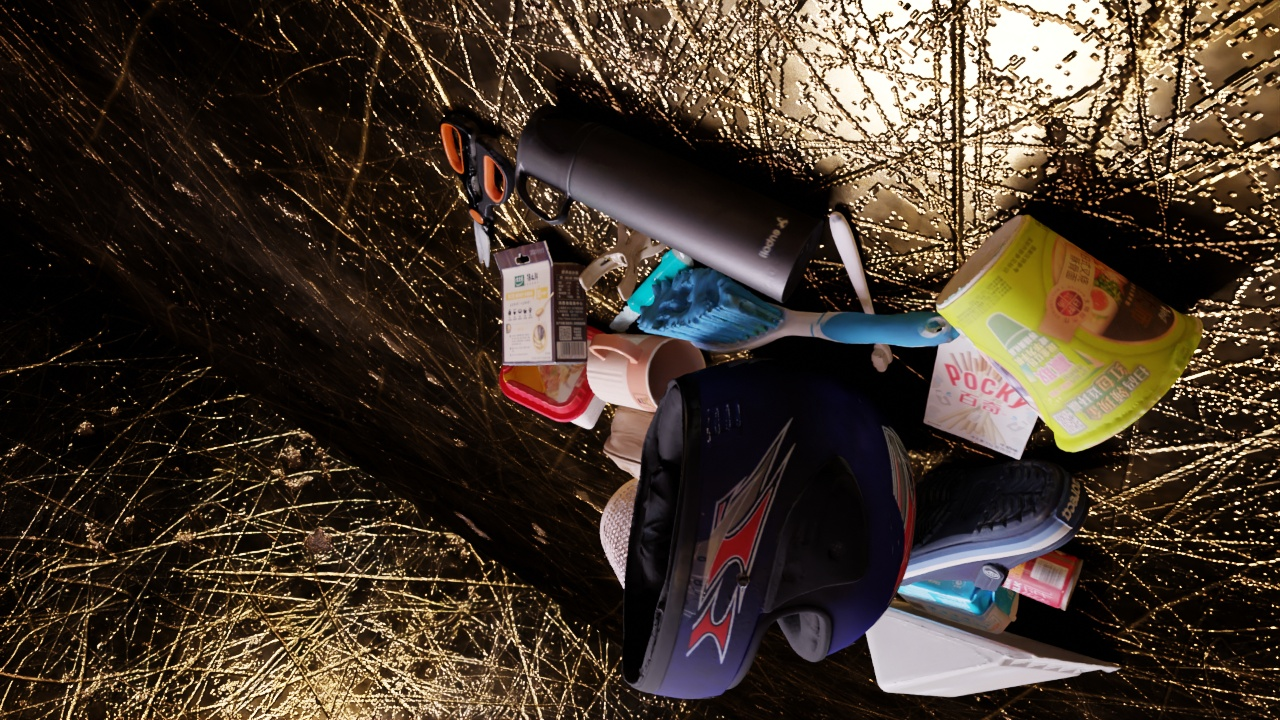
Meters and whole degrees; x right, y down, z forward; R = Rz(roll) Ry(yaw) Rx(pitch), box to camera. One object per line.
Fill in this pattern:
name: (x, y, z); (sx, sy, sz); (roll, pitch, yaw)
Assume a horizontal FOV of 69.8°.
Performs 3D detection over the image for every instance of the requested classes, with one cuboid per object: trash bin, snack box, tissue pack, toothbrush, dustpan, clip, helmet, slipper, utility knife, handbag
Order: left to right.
snack box: (-0.108, -0.058, 0.981); (0.053, 0.125, 0.113); (0, 179, -37)
clip: (-0.007, -0.095, 0.770); (0.074, 0.100, 0.035); (19, 151, 33)
utility knife: (0.007, -0.067, 0.915); (0.029, 0.013, 0.220); (34, 154, -7)
trash bin: (0.047, 0.254, 1.248); (0.227, 0.227, 0.192); (46, 171, -27)
handbag: (0.063, 0.116, 1.043); (0.205, 0.099, 0.147); (16, 175, 16)
helmet: (0.123, 0.158, 0.842); (0.240, 0.315, 0.247); (10, -178, -8)
toothbrush: (0.175, -0.050, 0.729); (0.016, 0.016, 0.180); (12, 148, 36)
tissue pack: (0.344, 0.247, 1.025); (0.140, 0.063, 0.090); (6, 149, 49)
dustpan: (0.371, 0.311, 1.078); (0.222, 0.142, 0.259); (20, 142, -40)
slipper: (0.315, 0.157, 0.845); (0.095, 0.104, 0.253); (39, 150, -5)
snack box: (0.275, 0.019, 0.724); (0.085, 0.026, 0.157); (23, 155, 23)

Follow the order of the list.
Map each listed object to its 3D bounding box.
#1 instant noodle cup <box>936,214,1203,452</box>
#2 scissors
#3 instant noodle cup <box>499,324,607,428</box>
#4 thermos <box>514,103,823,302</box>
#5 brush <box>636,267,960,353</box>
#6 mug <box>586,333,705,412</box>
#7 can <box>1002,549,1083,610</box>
instant noodle cup: (0.258, -0.024, 0.576); (0.123, 0.111, 0.112); (40, 157, 2)
scissors: (-0.171, -0.169, 0.934); (0.139, 0.021, 0.235); (48, 156, -8)
instant noodle cup: (-0.088, 0.020, 1.093); (0.116, 0.116, 0.124); (24, 166, 20)
thermos: (0.014, -0.117, 0.720); (0.242, 0.090, 0.068); (27, -173, 16)
brush: (0.113, -0.037, 0.764); (0.109, 0.060, 0.315); (25, 167, -24)
mug: (-0.006, 0.006, 0.975); (0.114, 0.081, 0.106); (34, 162, -38)
can: (0.365, 0.198, 0.919); (0.133, 0.053, 0.053); (19, 153, 30)
